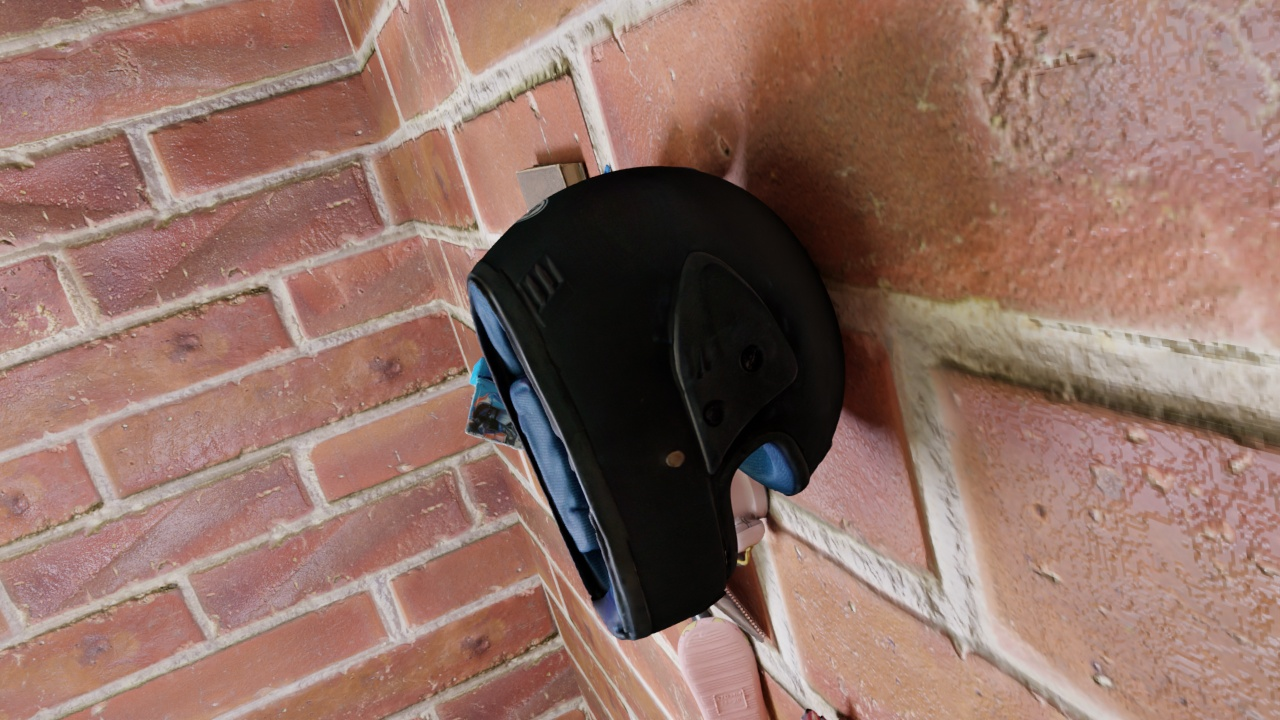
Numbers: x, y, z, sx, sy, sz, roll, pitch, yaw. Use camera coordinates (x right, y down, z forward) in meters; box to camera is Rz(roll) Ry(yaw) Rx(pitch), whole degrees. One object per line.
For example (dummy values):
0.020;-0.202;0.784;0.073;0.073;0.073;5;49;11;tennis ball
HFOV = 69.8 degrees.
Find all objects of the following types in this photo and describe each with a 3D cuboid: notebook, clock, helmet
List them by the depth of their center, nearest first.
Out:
0.030;0.015;0.666;0.316;0.235;0.249;69;164;-6;helmet
0.084;0.139;0.959;0.117;0.058;0.158;18;128;69;clock
0.047;0.232;1.127;0.178;0.013;0.245;45;180;-37;notebook
-0.095;-0.164;1.190;0.215;0.034;0.190;25;135;66;notebook

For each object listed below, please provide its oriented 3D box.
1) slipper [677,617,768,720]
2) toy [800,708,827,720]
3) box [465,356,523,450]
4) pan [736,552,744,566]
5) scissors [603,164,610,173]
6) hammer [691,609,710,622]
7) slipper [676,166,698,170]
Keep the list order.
0.111;0.411;1.187;0.081;0.093;0.197;-93;-17;-77;slipper
0.207;0.391;0.918;0.102;0.050;0.065;54;-165;31;toy
-0.078;0.059;1.074;0.170;0.243;0.071;-108;37;-68;box
-0.002;0.137;1.141;0.357;0.200;0.051;31;106;34;pan
-0.044;-0.148;1.014;0.125;0.015;0.127;50;122;26;scissors
0.028;0.244;1.316;0.310;0.029;0.125;63;163;16;hammer
-0.006;-0.143;0.823;0.214;0.103;0.059;164;99;-76;slipper
